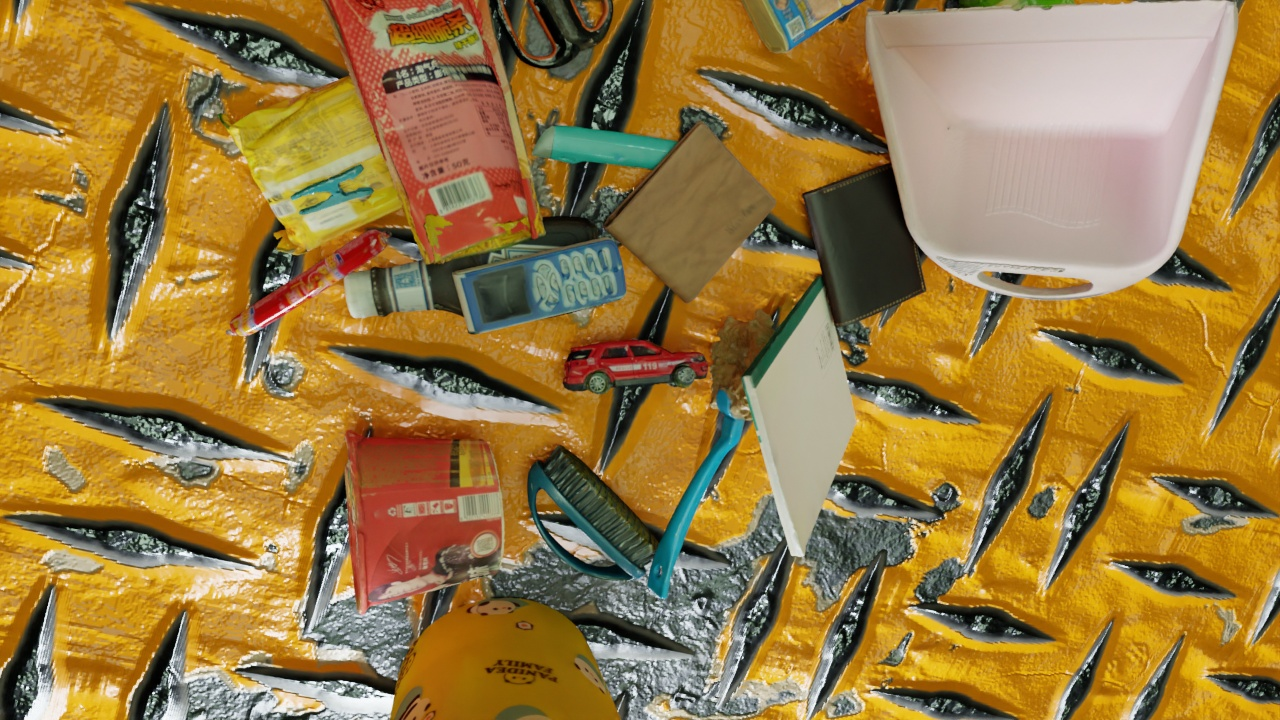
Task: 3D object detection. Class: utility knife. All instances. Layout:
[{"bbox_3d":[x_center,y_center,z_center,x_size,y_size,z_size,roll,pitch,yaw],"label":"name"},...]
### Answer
[{"bbox_3d":[-0.001,-0.164,0.728,0.171,0.013,0.029,4,108,-17],"label":"utility knife"}]

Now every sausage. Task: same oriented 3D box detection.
[{"bbox_3d":[-0.249,-0.056,0.686,0.156,0.020,0.020,-30,111,11],"label":"sausage"}]

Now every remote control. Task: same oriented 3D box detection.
[{"bbox_3d":[-0.075,-0.057,0.690,0.125,0.024,0.049,-14,111,-8],"label":"remote control"}]

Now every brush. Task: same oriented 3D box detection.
[{"bbox_3d":[0.059,0.078,0.764,0.045,0.083,0.254,21,93,-36],"label":"brush"},{"bbox_3d":[-0.047,0.140,0.788,0.073,0.055,0.144,-42,111,1],"label":"brush"}]

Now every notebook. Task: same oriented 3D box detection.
[{"bbox_3d":[0.135,0.035,0.735,0.012,0.208,0.150,-7,111,29],"label":"notebook"}]

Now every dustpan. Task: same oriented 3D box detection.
[{"bbox_3d":[0.294,-0.138,0.677,0.273,0.223,0.138,16,84,-59],"label":"dustpan"}]

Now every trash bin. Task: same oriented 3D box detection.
[{"bbox_3d":[-0.105,0.333,0.726,0.229,0.255,0.230,-4,108,-12],"label":"trash bin"}]

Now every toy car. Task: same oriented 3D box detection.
[{"bbox_3d":[-0.004,0.004,0.757,0.120,0.053,0.045,-2,91,-8],"label":"toy car"}]

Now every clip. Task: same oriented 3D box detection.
[{"bbox_3d":[-0.218,-0.120,0.648,0.057,0.014,0.046,-23,118,-3],"label":"clip"}]

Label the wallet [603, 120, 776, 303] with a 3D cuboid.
[{"bbox_3d":[0.042,-0.118,0.743,0.101,0.020,0.115,39,96,-28],"label":"wallet"}]

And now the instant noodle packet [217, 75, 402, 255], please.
[{"bbox_3d":[-0.223,-0.146,0.667,0.128,0.044,0.111,-21,112,-3],"label":"instant noodle packet"}]

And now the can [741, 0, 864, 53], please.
[{"bbox_3d":[0.117,-0.297,0.692,0.083,0.057,0.102,-33,110,1],"label":"can"}]

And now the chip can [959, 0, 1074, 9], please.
[{"bbox_3d":[0.346,-0.236,0.753,0.072,0.072,0.221,-43,111,2],"label":"chip can"}]

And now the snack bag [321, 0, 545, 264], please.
[{"bbox_3d":[-0.137,-0.176,0.639,0.128,0.073,0.208,-23,98,-39],"label":"snack bag"}]

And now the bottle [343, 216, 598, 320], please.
[{"bbox_3d":[-0.128,-0.064,0.714,0.194,0.044,0.080,-9,108,-9],"label":"bottle"}]

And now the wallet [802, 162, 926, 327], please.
[{"bbox_3d":[0.195,-0.100,0.787,0.096,0.020,0.122,-22,110,-15],"label":"wallet"}]

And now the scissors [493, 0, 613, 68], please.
[{"bbox_3d":[-0.111,-0.314,0.652,0.235,0.021,0.125,40,95,-21],"label":"scissors"}]

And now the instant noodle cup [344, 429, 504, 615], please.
[{"bbox_3d":[-0.170,0.122,0.717,0.108,0.138,0.138,-3,107,-21],"label":"instant noodle cup"}]
